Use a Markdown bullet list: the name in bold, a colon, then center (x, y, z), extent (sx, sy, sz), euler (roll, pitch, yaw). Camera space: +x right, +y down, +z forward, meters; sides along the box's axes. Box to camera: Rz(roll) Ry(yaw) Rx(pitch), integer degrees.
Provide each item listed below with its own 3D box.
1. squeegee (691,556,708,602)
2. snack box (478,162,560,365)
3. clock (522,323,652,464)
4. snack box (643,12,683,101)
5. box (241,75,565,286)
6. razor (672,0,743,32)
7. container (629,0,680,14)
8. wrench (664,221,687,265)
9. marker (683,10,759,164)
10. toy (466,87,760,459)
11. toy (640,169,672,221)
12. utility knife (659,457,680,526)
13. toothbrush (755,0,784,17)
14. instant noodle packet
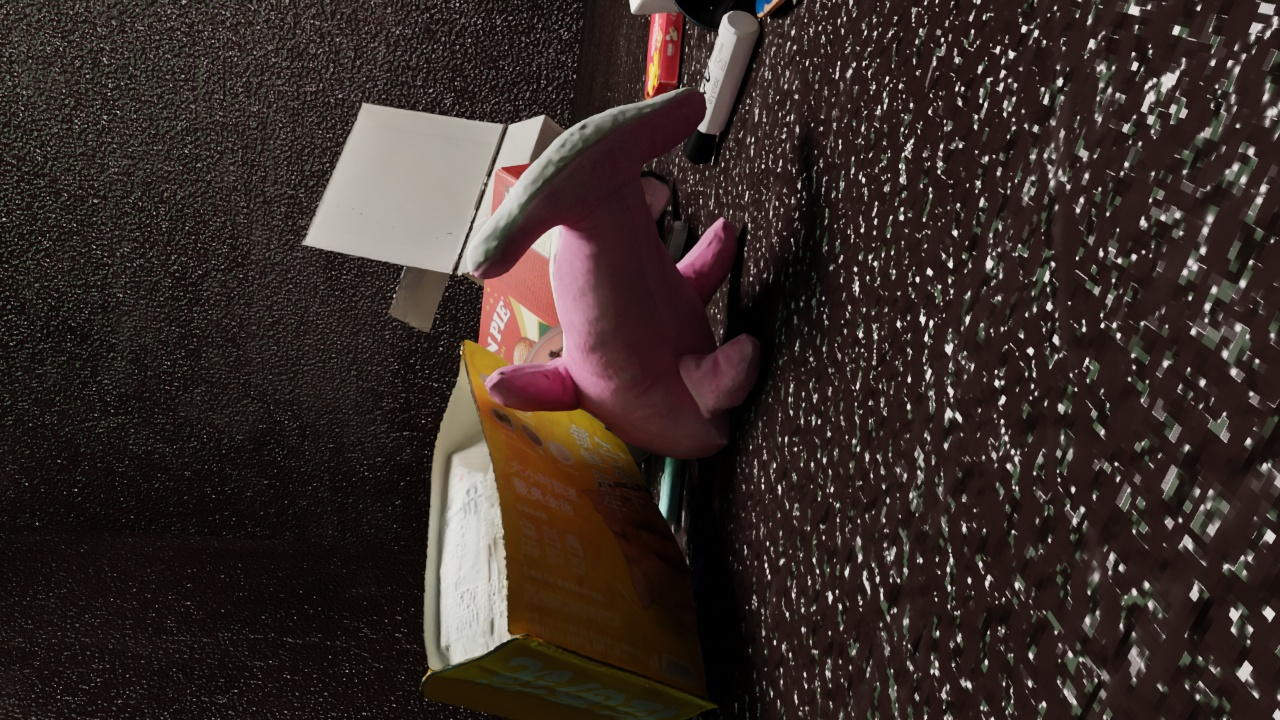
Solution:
- **squeegee**: center (-0.012, 0.233, 0.678), extent (0.184, 0.055, 0.249), euler (-91, 19, -85)
- **snack box**: center (-0.078, -0.035, 0.773), extent (0.113, 0.060, 0.237), euler (35, 129, 33)
- **clock**: center (-0.030, 0.018, 0.707), extent (0.072, 0.120, 0.158), euler (48, 149, 43)
- **snack box**: center (0.024, -0.320, 0.907), extent (0.089, 0.021, 0.133), euler (152, 123, -79)
- **box**: center (-0.176, -0.151, 0.886), extent (0.150, 0.369, 0.166), euler (123, 164, -72)
- **razor**: center (0.060, -0.265, 0.583), extent (0.063, 0.053, 0.141), euler (-53, 4, -21)
- **container**: center (0.028, -0.303, 0.709), extent (0.129, 0.080, 0.049), euler (-125, 31, -77)
- **wrench**: center (-0.005, 0.005, 0.803), extent (0.083, 0.018, 0.274), euler (-86, 12, -60)
- **marker**: center (0.053, -0.182, 0.632), extent (0.126, 0.025, 0.025), euler (110, 163, -57)
- **toy**: center (0.009, -0.018, 0.528), extent (0.128, 0.186, 0.266), euler (40, 160, 34)
- **toy**: center (-0.036, -0.067, 0.812), extent (0.105, 0.131, 0.205), euler (-128, 43, -70)
- **utility knife**: center (0.027, 0.061, 0.685), extent (0.022, 0.015, 0.129), euler (176, 102, -84)
- **toothbrush**: center (0.079, -0.205, 0.505), extent (0.135, 0.017, 0.021), euler (-119, 37, -74)
- **instant noodle packet**: center (-0.049, 0.103, 0.562), extent (0.084, 0.163, 0.221), euler (-35, 44, 24)
